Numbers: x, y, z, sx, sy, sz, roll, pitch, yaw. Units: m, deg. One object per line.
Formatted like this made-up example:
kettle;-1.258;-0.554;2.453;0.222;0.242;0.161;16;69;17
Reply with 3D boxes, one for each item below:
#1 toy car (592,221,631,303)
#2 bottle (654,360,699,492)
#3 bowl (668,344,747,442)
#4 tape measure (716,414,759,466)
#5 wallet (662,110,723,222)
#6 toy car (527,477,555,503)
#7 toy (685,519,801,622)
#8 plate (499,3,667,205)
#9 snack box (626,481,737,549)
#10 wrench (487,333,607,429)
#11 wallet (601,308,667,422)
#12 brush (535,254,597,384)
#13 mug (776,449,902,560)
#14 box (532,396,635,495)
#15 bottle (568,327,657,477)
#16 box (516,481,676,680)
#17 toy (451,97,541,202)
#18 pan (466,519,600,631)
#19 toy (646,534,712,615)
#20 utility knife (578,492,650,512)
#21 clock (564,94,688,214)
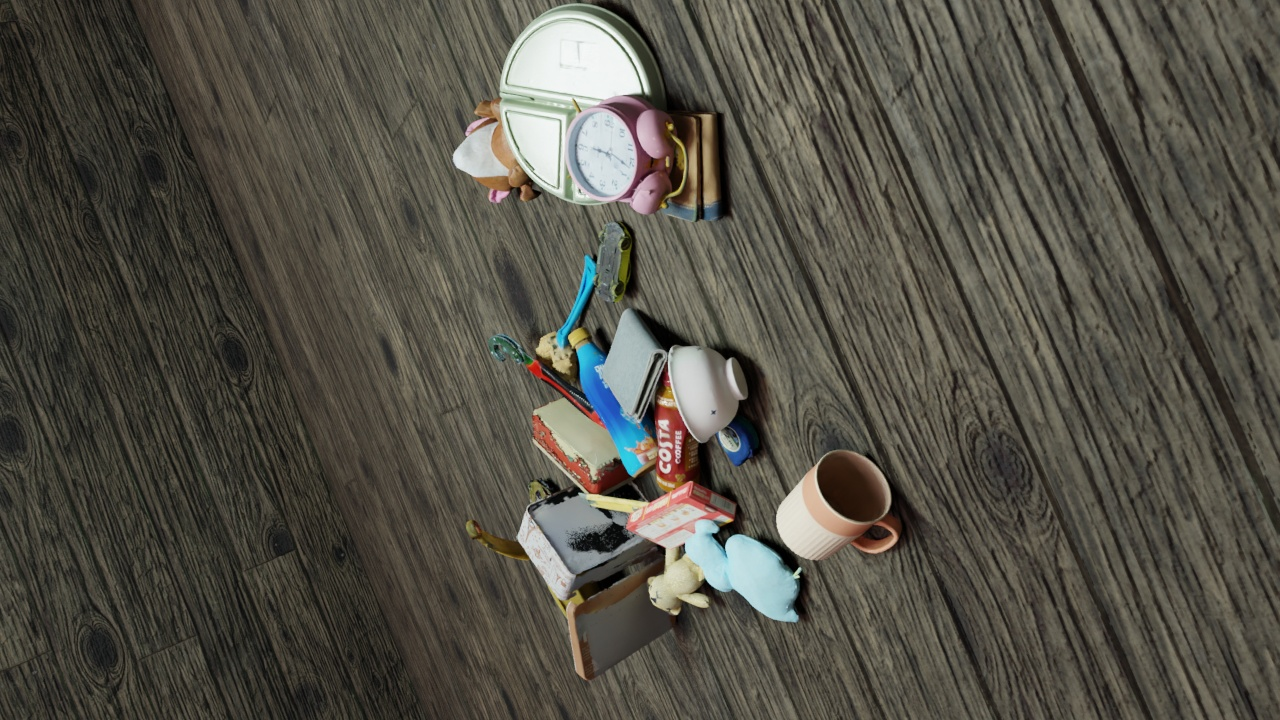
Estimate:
toy car;-0.032;-0.126;1.179;0.048;0.032;0.105;30;120;45
bottle;0.047;0.084;1.162;0.057;0.057;0.175;30;132;44
bowl;0.085;0.030;1.056;0.065;0.118;0.118;-18;95;19
tape measure;0.117;0.092;1.095;0.058;0.025;0.055;56;144;11
wallet;0.054;-0.213;1.004;0.090;0.033;0.115;23;123;49
toy car;-0.163;0.274;1.601;0.070;0.042;0.158;30;134;45
toy;0.132;0.261;1.141;0.161;0.049;0.157;57;141;-1
plate;-0.075;-0.294;1.070;0.230;0.027;0.230;12;115;27
snack box;0.052;0.205;1.200;0.075;0.025;0.153;28;143;-18
wrench;-0.136;0.028;1.361;0.273;0.016;0.056;31;139;32
wallet;-0.007;0.007;1.164;0.129;0.037;0.107;-124;49;-58
brush;-0.100;-0.054;1.322;0.083;0.045;0.255;54;142;26
mug;0.212;0.161;0.959;0.114;0.081;0.106;31;143;2
box;-0.085;0.116;1.344;0.168;0.091;0.076;37;140;39
bottle;-0.036;0.053;1.258;0.218;0.065;0.065;60;147;12
box;-0.048;0.301;1.321;0.134;0.179;0.270;-26;86;56
toy;-0.187;-0.281;1.242;0.200;0.130;0.140;11;113;64
pan;-0.156;0.311;1.419;0.197;0.078;0.357;62;-179;38
toy;0.063;0.292;1.255;0.105;0.066;0.158;51;130;19
utility knife;0.009;0.201;1.256;0.205;0.021;0.031;0;139;21
clock;-0.012;-0.223;0.997;0.159;0.059;0.117;22;120;28
